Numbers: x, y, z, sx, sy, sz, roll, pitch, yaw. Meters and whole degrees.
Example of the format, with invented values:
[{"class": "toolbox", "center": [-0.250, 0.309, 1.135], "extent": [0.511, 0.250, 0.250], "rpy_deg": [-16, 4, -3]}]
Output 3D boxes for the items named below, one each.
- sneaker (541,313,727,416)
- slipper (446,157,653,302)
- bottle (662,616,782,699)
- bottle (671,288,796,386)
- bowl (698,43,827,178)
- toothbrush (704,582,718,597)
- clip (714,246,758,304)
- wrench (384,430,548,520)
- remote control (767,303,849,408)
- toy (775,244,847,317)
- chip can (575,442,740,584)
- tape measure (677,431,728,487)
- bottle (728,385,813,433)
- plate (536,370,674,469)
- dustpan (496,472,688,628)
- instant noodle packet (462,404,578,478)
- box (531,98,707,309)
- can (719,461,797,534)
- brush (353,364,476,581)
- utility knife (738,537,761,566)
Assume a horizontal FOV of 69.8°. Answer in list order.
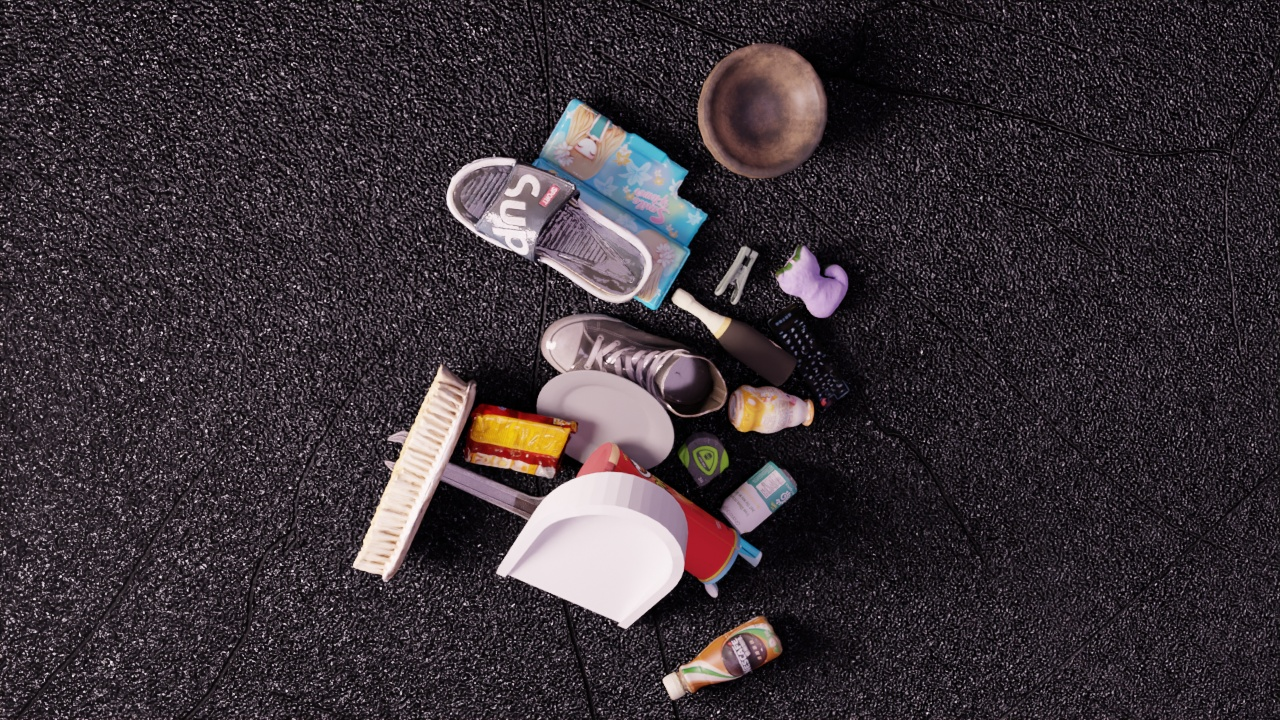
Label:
[{"class": "sneaker", "center": [-0.007, 0.007, 1.148], "extent": [0.234, 0.120, 0.095], "rpy_deg": [22, 93, -11]}, {"class": "slipper", "center": [-0.102, -0.158, 1.100], "extent": [0.263, 0.063, 0.111], "rpy_deg": [31, 93, -16]}, {"class": "bottle", "center": [0.111, 0.413, 1.261], "extent": [0.167, 0.059, 0.059], "rpy_deg": [-26, 102, -6]}, {"class": "bottle", "center": [0.119, -0.035, 1.205], "extent": [0.184, 0.045, 0.045], "rpy_deg": [35, 90, -7]}, {"class": "bowl", "center": [0.147, -0.310, 1.155], "extent": [0.162, 0.070, 0.162], "rpy_deg": [-2, 99, -11]}, {"class": "toothbrush", "center": [0.041, 0.236, 1.239], "extent": [0.027, 0.026, 0.222], "rpy_deg": [-28, 106, 29]}, {"class": "clip", "center": [0.128, -0.113, 1.206], "extent": [0.037, 0.023, 0.075], "rpy_deg": [28, 90, -12]}, {"class": "wrench", "center": [-0.203, 0.165, 1.187], "extent": [0.273, 0.010, 0.070], "rpy_deg": [26, 92, -14]}, {"class": "remote control", "center": [0.226, -0.006, 1.243], "extent": [0.047, 0.022, 0.150], "rpy_deg": [-36, 105, -5]}, {"class": "toy", "center": [0.231, -0.108, 1.221], "extent": [0.099, 0.036, 0.080], "rpy_deg": [42, 79, -19]}, {"class": "chip can", "center": [0.021, 0.196, 1.170], "extent": [0.213, 0.087, 0.087], "rpy_deg": [36, 90, -16]}, {"class": "tape measure", "center": [0.084, 0.127, 1.227], "extent": [0.059, 0.036, 0.065], "rpy_deg": [-30, 106, 4]}, {"class": "bottle", "center": [0.174, 0.066, 1.220], "extent": [0.109, 0.063, 0.063], "rpy_deg": [4, 97, -10]}, {"class": "plate", "center": [-0.044, 0.076, 1.151], "extent": [0.178, 0.012, 0.179], "rpy_deg": [10, 134, 11]}, {"class": "dustpan", "center": [-0.050, 0.244, 1.130], "extent": [0.191, 0.053, 0.258], "rpy_deg": [26, 127, -10]}, {"class": "instant noodle packet", "center": [-0.152, 0.101, 1.154], "extent": [0.135, 0.039, 0.099], "rpy_deg": [12, 136, -13]}, {"class": "box", "center": [-0.033, -0.195, 1.157], "extent": [0.226, 0.039, 0.181], "rpy_deg": [30, 93, -13]}, {"class": "can", "center": [0.159, 0.185, 1.239], "extent": [0.101, 0.055, 0.055], "rpy_deg": [-40, 104, -4]}, {"class": "brush", "center": [-0.274, 0.139, 1.121], "extent": [0.056, 0.083, 0.271], "rpy_deg": [24, 94, -14]}, {"class": "utility knife", "center": [0.110, 0.236, 1.259], "extent": [0.141, 0.015, 0.022], "rpy_deg": [36, 91, -12]}]
